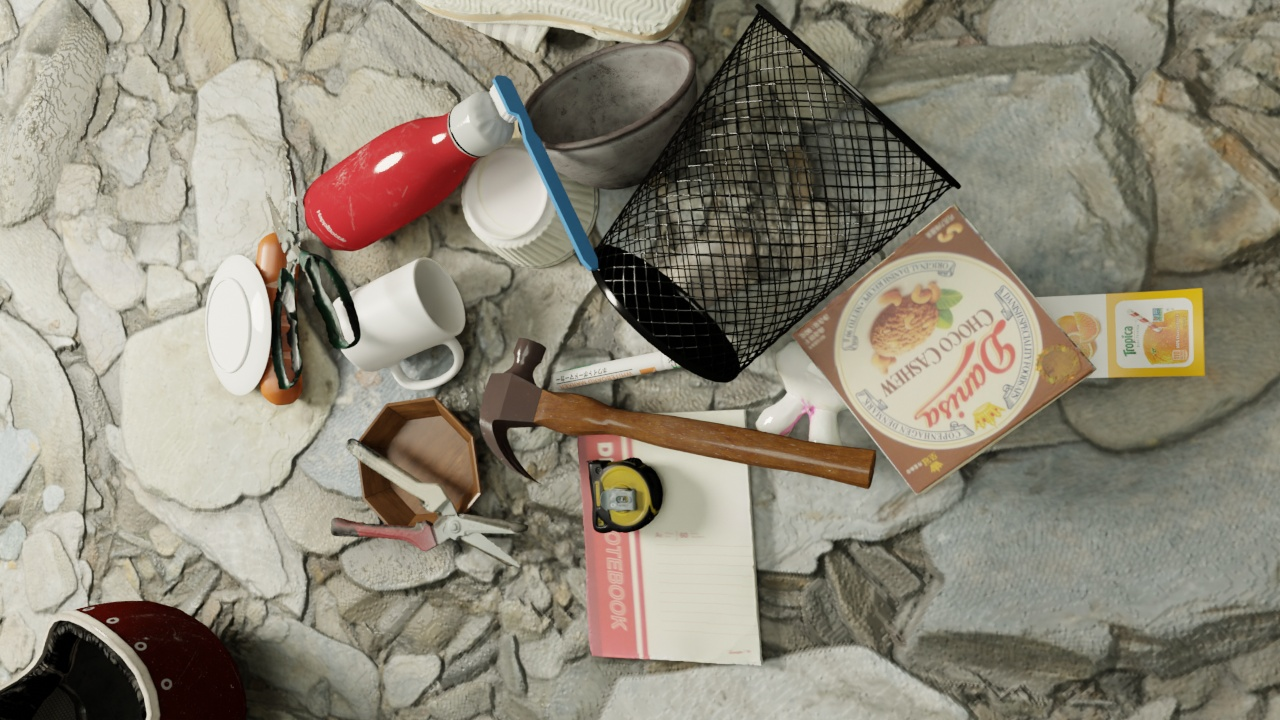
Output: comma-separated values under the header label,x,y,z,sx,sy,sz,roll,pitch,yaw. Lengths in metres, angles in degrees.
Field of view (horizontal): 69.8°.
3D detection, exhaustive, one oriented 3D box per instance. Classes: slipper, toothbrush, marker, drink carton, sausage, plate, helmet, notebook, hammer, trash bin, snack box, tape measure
label,x,y,z,sx,sy,sz,roll,pitch,yaw
slipper,-0.079,-0.317,0.765,0.273,0.054,0.114,17,93,23
toothbrush,-0.070,-0.135,0.664,0.014,0.016,0.166,-36,74,41
marker,-0.005,0.005,0.771,0.146,0.017,0.017,-11,88,19
drink carton,0.321,-0.017,0.645,0.123,0.040,0.058,-2,91,19
sausage,-0.345,-0.039,0.875,0.044,0.039,0.164,1,93,29
plate,-0.391,-0.034,0.879,0.135,0.011,0.134,2,93,41
helmet,-0.498,0.337,0.828,0.234,0.252,0.234,6,119,34
notebook,0.022,0.148,0.769,0.153,0.012,0.208,-4,90,19
hammer,0.019,0.057,0.722,0.323,0.033,0.115,9,76,21
trash bin,0.083,-0.107,0.659,0.184,0.183,0.210,46,110,12
snack box,0.208,-0.006,0.642,0.143,0.041,0.147,-40,77,17
tape measure,-0.013,0.111,0.756,0.061,0.034,0.061,-7,89,19
plate,-0.198,0.096,0.836,0.131,0.025,0.131,1,92,19

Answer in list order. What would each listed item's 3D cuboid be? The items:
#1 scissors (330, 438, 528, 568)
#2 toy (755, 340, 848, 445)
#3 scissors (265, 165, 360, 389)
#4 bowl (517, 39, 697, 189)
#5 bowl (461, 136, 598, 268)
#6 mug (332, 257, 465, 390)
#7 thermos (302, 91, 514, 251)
label,x,y,z,sx,sy,sz,roll,pitch,yaw
scissors,-0.199,0.135,0.815,0.187,0.015,0.179,-33,82,16
toy,0.140,0.018,0.711,0.079,0.038,0.123,27,102,26
scissors,-0.286,-0.070,0.794,0.180,0.015,0.206,8,101,45
bowl,-0.017,-0.185,0.723,0.145,0.067,0.144,-14,43,13
bowl,-0.100,-0.137,0.775,0.115,0.062,0.115,1,92,19
mug,-0.205,-0.024,0.817,0.091,0.073,0.110,-22,110,18
thermos,-0.192,-0.157,0.760,0.241,0.073,0.073,-17,86,41
